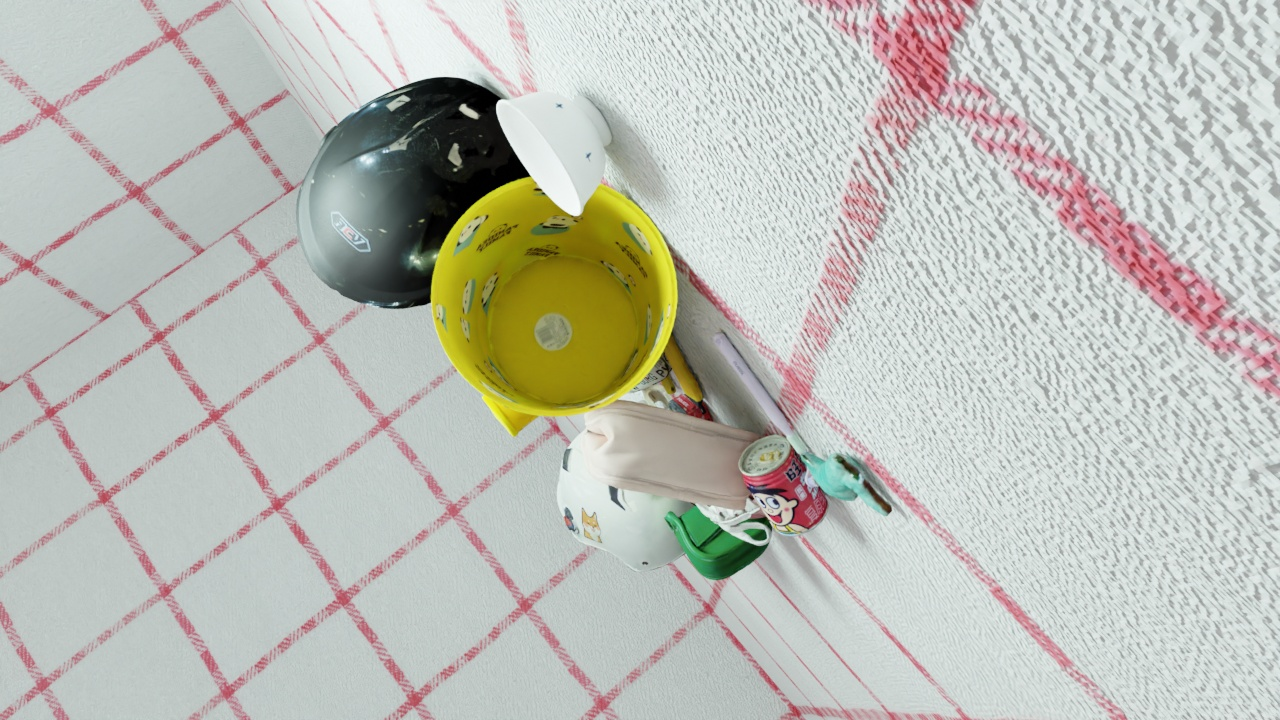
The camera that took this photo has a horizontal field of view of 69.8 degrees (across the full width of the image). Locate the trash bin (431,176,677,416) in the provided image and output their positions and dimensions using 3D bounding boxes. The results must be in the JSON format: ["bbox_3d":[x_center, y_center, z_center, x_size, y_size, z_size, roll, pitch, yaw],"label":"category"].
[{"bbox_3d":[-0.086,-0.051,0.979,0.229,0.229,0.255,51,175,2],"label":"trash bin"}]

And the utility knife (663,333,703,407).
[{"bbox_3d":[0.047,0.002,1.107,0.033,0.015,0.156,31,157,44],"label":"utility knife"}]

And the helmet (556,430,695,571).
[{"bbox_3d":[-0.016,0.180,1.422,0.274,0.229,0.157,36,153,31],"label":"helmet"}]

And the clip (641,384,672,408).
[{"bbox_3d":[0.021,0.057,1.337,0.095,0.035,0.102,60,171,-30],"label":"clip"}]

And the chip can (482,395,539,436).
[{"bbox_3d":[-0.114,0.014,1.269,0.072,0.213,0.072,50,170,12],"label":"chip can"}]

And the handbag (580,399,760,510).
[{"bbox_3d":[0.015,0.097,1.082,0.193,0.093,0.234,15,180,-18],"label":"handbag"}]

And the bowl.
[{"bbox_3d":[-0.065,-0.193,0.805,0.118,0.064,0.118,49,169,13],"label":"bowl"}]

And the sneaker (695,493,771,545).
[{"bbox_3d":[0.125,0.174,1.145,0.118,0.087,0.241,50,165,7],"label":"sneaker"}]

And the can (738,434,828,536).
[{"bbox_3d":[0.152,0.133,0.977,0.094,0.066,0.066,57,168,-25],"label":"can"}]

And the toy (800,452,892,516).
[{"bbox_3d":[0.192,0.113,0.859,0.096,0.030,0.092,42,169,14],"label":"toy"}]

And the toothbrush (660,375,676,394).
[{"bbox_3d":[0.007,-0.022,1.187,0.017,0.015,0.190,28,155,48],"label":"toothbrush"}]

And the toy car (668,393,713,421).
[{"bbox_3d":[0.074,0.092,1.207,0.053,0.045,0.121,43,161,43],"label":"toy car"}]

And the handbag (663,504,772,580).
[{"bbox_3d":[0.114,0.232,1.286,0.120,0.131,0.068,48,160,37],"label":"handbag"}]

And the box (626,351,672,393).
[{"bbox_3d":[-0.009,0.010,1.187,0.069,0.052,0.164,59,158,1],"label":"box"}]

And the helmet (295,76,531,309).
[{"bbox_3d":[-0.246,-0.189,1.036,0.233,0.273,0.231,46,143,-3],"label":"helmet"}]

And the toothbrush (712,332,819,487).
[{"bbox_3d":[0.130,0.049,0.923,0.189,0.029,0.021,54,-154,-6],"label":"toothbrush"}]

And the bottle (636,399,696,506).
[{"bbox_3d":[0.048,0.124,1.327,0.195,0.079,0.044,46,169,42],"label":"bottle"}]
